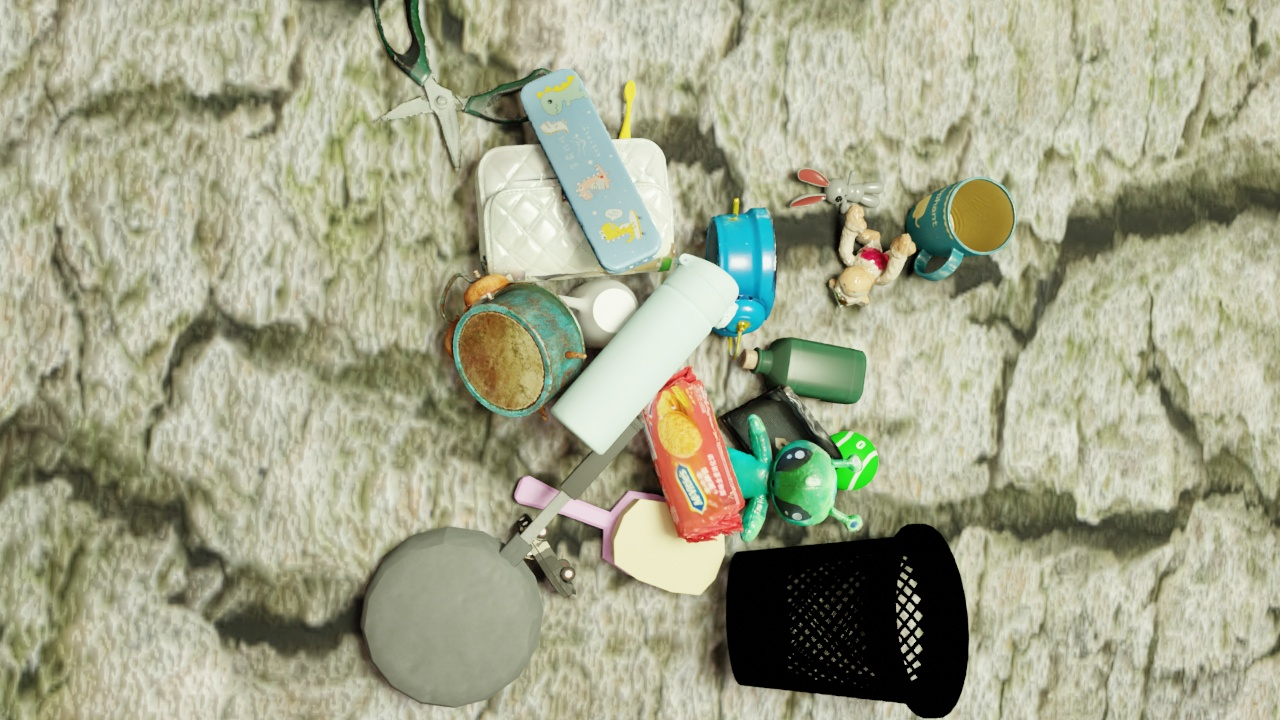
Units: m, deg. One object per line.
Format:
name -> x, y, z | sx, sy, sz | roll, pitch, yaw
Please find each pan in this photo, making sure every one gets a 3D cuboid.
pan -> -0.124, 0.187, 0.887 | 0.178, 0.041, 0.357 | 42, 91, -4

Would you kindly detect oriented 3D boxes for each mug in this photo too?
mug -> 0.341, -0.140, 1.014 | 0.084, 0.104, 0.112 | 26, 86, -14
mug -> -0.053, -0.051, 0.916 | 0.107, 0.089, 0.071 | 13, 87, -15

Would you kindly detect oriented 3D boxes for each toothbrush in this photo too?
toothbrush -> -0.017, -0.225, 0.965 | 0.021, 0.016, 0.135 | 4, 94, -17

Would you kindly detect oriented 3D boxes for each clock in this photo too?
clock -> -0.128, -0.023, 0.887 | 0.157, 0.122, 0.073 | 40, 36, 10
clock -> 0.102, -0.081, 0.946 | 0.060, 0.117, 0.161 | 0, 86, -5

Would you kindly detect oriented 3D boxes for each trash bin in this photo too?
trash bin -> 0.199, 0.266, 0.947 | 0.199, 0.195, 0.195 | 2, 90, -5

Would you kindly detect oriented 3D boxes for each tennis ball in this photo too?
tennis ball -> 0.227, 0.110, 1.004 | 0.065, 0.065, 0.065 | 0, 90, -15

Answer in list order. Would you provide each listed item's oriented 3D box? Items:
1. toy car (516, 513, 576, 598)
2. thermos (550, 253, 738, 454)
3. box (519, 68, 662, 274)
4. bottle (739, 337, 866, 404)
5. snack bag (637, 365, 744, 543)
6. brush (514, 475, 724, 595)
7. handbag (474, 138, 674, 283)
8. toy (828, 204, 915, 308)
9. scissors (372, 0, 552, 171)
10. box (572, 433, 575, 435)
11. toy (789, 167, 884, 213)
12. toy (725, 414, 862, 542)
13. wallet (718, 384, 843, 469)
toy car -> -0.097, 0.200, 0.931 | 0.037, 0.040, 0.092 | -32, 98, -11
thermos -> 0.007, -0.008, 0.861 | 0.078, 0.065, 0.206 | 42, 83, -5
box -> -0.048, -0.181, 0.865 | 0.065, 0.037, 0.209 | -24, 78, -12
bottle -> 0.171, 0.008, 0.991 | 0.131, 0.061, 0.061 | 10, 85, -15
snack bag -> 0.049, 0.099, 0.929 | 0.082, 0.082, 0.176 | -13, 73, -15
brush -> -0.020, 0.173, 0.951 | 0.228, 0.043, 0.089 | 23, 84, -14
handbag -> -0.066, -0.150, 0.914 | 0.194, 0.072, 0.139 | -7, 94, -9
toy -> 0.242, -0.106, 1.012 | 0.085, 0.074, 0.106 | 36, 103, 18
scissors -> -0.176, -0.296, 0.923 | 0.201, 0.015, 0.201 | -15, 94, -16
box -> -0.008, 0.004, 0.951 | 0.187, 0.085, 0.048 | -41, 72, -9
toy -> 0.218, -0.188, 1.019 | 0.111, 0.030, 0.049 | 1, 118, -17
toy -> 0.134, 0.123, 0.953 | 0.194, 0.072, 0.130 | 5, 88, 23
wallet -> 0.150, 0.083, 0.979 | 0.115, 0.089, 0.026 | 52, 36, -11
